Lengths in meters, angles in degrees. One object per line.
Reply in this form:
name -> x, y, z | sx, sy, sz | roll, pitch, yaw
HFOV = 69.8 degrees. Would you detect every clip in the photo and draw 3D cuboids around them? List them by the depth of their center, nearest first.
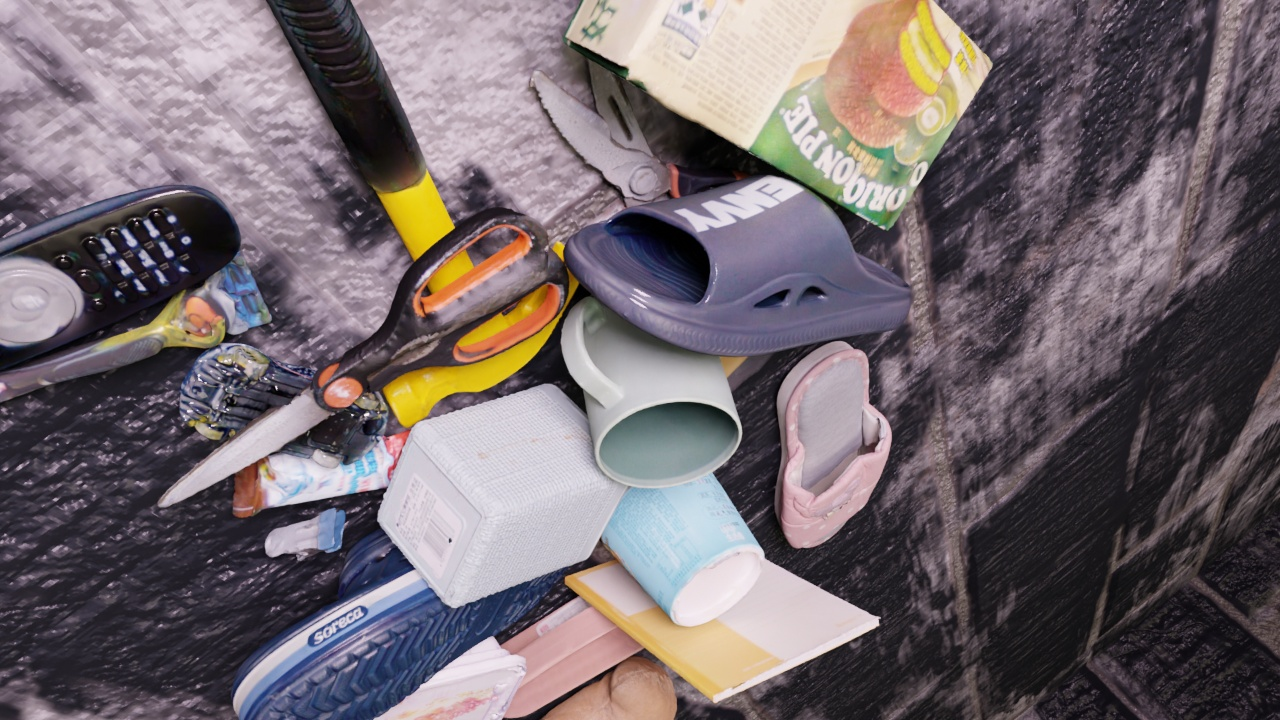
clip -> -0.194, 0.102, 0.533 | 0.057, 0.024, 0.028 | -19, 150, 32

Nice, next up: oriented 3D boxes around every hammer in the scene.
hammer -> -0.111, -0.087, 0.422 | 0.128, 0.033, 0.301 | -32, 141, -11

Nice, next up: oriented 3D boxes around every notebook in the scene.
notebook -> 0.053, 0.181, 0.693 | 0.145, 0.206, 0.010 | -13, 106, -29

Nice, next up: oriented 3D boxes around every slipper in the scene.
slipper -> 0.071, -0.066, 0.515 | 0.267, 0.111, 0.083 | -3, 123, -44
slipper -> -0.140, 0.142, 0.578 | 0.252, 0.095, 0.105 | -19, 141, -52
slipper -> 0.169, 0.090, 0.805 | 0.114, 0.054, 0.275 | -29, 140, -15

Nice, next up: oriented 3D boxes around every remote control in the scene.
remote control -> -0.235, -0.035, 0.378 | 0.136, 0.024, 0.053 | -27, 142, -14

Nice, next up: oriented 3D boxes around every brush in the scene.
brush -> -0.070, 0.238, 0.743 | 0.145, 0.063, 0.073 | -30, 157, -3

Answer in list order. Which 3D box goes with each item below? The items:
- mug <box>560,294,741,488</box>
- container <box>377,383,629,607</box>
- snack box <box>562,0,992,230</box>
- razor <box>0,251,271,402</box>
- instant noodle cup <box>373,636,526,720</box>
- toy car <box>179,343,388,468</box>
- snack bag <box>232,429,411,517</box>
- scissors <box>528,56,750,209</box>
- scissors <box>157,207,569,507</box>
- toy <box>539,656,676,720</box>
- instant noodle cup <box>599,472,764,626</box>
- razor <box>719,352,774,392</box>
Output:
mug -> -0.003, 0.003, 0.527 | 0.082, 0.106, 0.111 | -37, 136, 27
container -> -0.082, 0.078, 0.539 | 0.111, 0.090, 0.090 | -12, 136, -51
snack box -> 0.083, -0.160, 0.477 | 0.239, 0.063, 0.115 | 14, 112, -46
razor -> -0.239, -0.005, 0.407 | 0.142, 0.022, 0.043 | -23, 137, -19
instant noodle cup -> -0.178, 0.234, 0.641 | 0.173, 0.060, 0.138 | -3, 139, -29
toy car -> -0.181, 0.023, 0.472 | 0.105, 0.031, 0.049 | 25, 109, -43
snack bag -> -0.175, 0.063, 0.521 | 0.104, 0.026, 0.048 | -4, 122, -36
scissors -> 0.014, -0.099, 0.528 | 0.213, 0.015, 0.197 | -10, 133, -31
scissors -> -0.131, 0.016, 0.463 | 0.235, 0.021, 0.125 | -46, 142, 8
toy -> -0.068, 0.361, 0.862 | 0.225, 0.082, 0.143 | -27, 135, -11
instant noodle cup -> 0.023, 0.122, 0.663 | 0.111, 0.120, 0.111 | -22, 138, -22
razor -> 0.052, -0.001, 0.631 | 0.167, 0.062, 0.067 | -42, 111, -6
